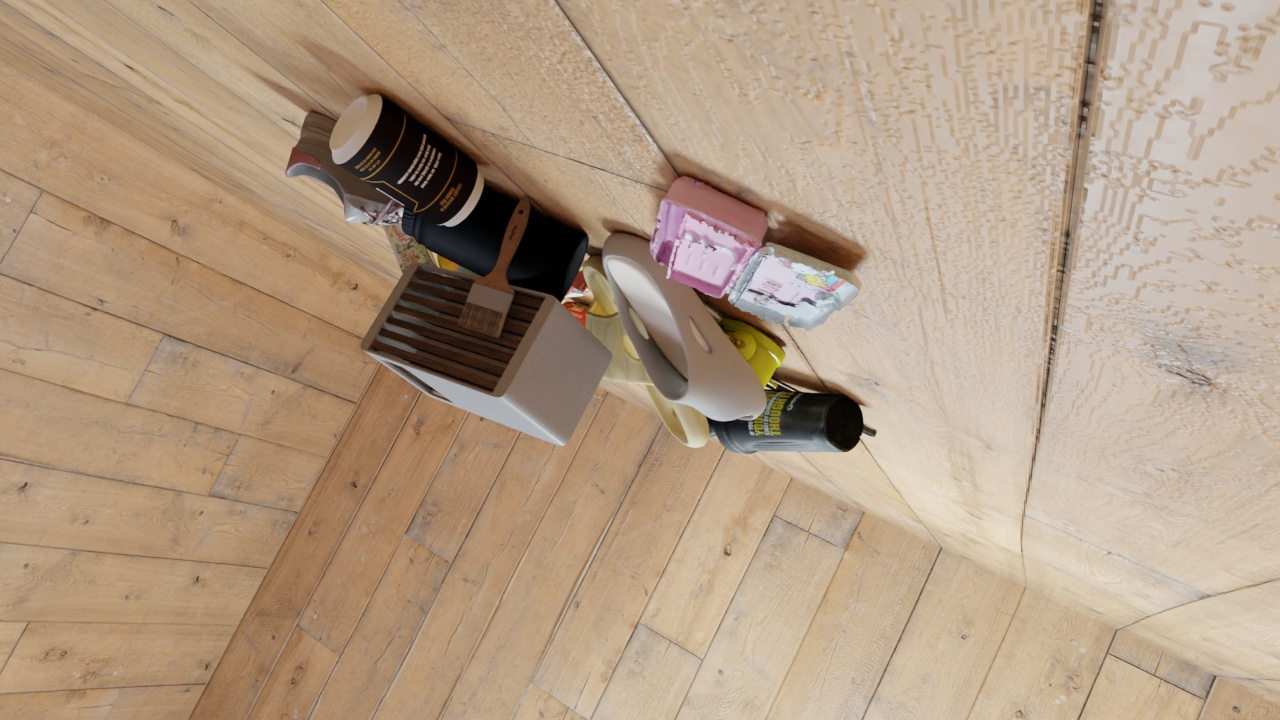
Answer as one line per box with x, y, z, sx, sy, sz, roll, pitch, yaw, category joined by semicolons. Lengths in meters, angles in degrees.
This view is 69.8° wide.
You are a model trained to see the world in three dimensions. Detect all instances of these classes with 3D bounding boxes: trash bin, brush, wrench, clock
-0.166;-0.011;0.981;0.229;0.114;0.114;16;161;37;trash bin
-0.082;-0.099;1.182;0.030;0.041;0.172;10;178;-22;brush
0.200;0.044;1.260;0.273;0.018;0.073;25;173;-1;wrench
-0.136;-0.095;0.903;0.045;0.143;0.008;16;173;15;brush
0.105;-0.012;1.002;0.083;0.057;0.119;21;166;45;clock

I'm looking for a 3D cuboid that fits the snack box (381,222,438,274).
-0.309;-0.157;1.232;0.143;0.041;0.147;142;104;-83;snack box

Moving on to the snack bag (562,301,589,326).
-0.065;-0.039;1.412;0.176;0.082;0.082;22;173;44;snack bag

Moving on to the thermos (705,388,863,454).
0.184;0.078;1.199;0.098;0.098;0.221;30;161;-31;thermos

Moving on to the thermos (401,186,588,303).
-0.162;-0.134;0.959;0.198;0.086;0.086;26;174;4;thermos

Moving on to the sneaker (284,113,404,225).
-0.292;-0.184;1.043;0.236;0.089;0.099;28;168;-6;sneaker

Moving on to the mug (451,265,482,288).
-0.168;-0.109;1.114;0.084;0.104;0.111;25;173;17;mug

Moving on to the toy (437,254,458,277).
-0.234;-0.128;1.334;0.134;0.087;0.194;24;174;-7;toy

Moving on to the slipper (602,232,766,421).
0.031;-0.010;0.921;0.113;0.080;0.266;12;148;44;slipper

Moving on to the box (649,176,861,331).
0.081;-0.071;0.702;0.153;0.037;0.201;24;174;1;box

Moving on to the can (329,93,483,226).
-0.212;-0.181;0.839;0.128;0.072;0.072;31;173;-40;can

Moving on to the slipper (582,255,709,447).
-0.006;0.006;1.048;0.261;0.079;0.111;60;162;-21;slipper
